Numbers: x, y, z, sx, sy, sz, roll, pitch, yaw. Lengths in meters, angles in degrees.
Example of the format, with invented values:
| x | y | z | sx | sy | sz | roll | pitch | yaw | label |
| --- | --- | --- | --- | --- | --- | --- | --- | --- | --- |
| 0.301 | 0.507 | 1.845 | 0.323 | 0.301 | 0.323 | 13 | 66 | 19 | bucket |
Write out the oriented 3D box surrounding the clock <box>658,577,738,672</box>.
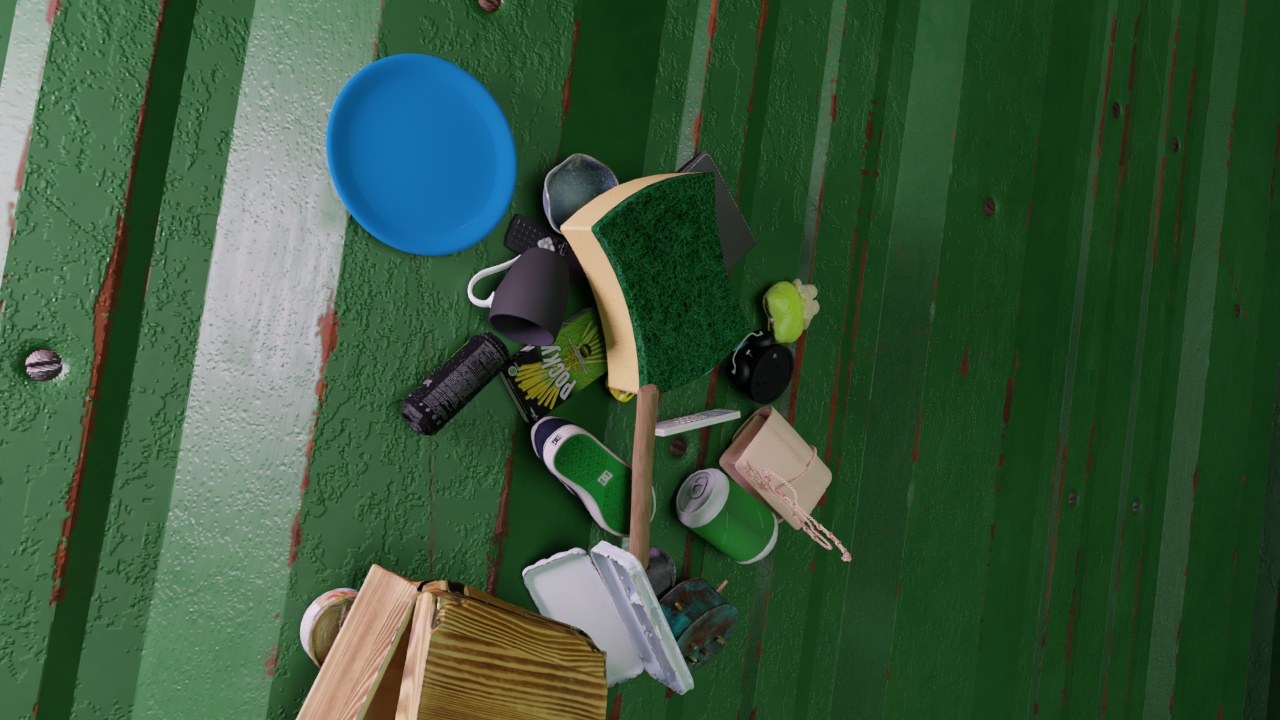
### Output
| x | y | z | sx | sy | sz | roll | pitch | yaw | label |
| --- | --- | --- | --- | --- | --- | --- | --- | --- | --- |
| 0.067 | 0.374 | 1.233 | 0.121 | 0.073 | 0.158 | -12 | 128 | -38 | clock |

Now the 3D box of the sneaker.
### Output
| x | y | z | sx | sy | sz | roll | pitch | yaw | label |
| --- | --- | --- | --- | --- | --- | --- | --- | --- | --- |
| -0.058 | 0.144 | 1.163 | 0.084 | 0.079 | 0.235 | -47 | 134 | -9 | sneaker |

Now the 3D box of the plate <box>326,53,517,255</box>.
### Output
| x | y | z | sx | sy | sz | roll | pitch | yaw | label |
| --- | --- | --- | --- | --- | --- | --- | --- | --- | --- |
| -0.246 | -0.231 | 1.042 | 0.224 | 0.024 | 0.224 | -1 | 92 | -34 | plate |

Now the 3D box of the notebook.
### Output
| x | y | z | sx | sy | sz | roll | pitch | yaw | label |
| --- | --- | --- | --- | --- | --- | --- | --- | --- | --- |
| 0.059 | -0.166 | 1.253 | 0.208 | 0.029 | 0.169 | -46 | 117 | -28 | notebook |

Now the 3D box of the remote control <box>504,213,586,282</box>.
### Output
| x | y | z | sx | sy | sz | roll | pitch | yaw | label |
| --- | --- | --- | --- | --- | --- | --- | --- | --- | --- |
| -0.111 | -0.138 | 1.146 | 0.124 | 0.009 | 0.046 | 26 | 77 | -32 | remote control |

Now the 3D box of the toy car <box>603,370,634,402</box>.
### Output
| x | y | z | sx | sy | sz | roll | pitch | yaw | label |
| --- | --- | --- | --- | --- | --- | --- | --- | --- | --- |
| -0.007 | 0.007 | 1.212 | 0.049 | 0.030 | 0.106 | 48 | 65 | -25 | toy car |

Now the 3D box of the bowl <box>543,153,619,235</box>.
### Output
| x | y | z | sx | sy | sz | roll | pitch | yaw | label |
| --- | --- | --- | --- | --- | --- | --- | --- | --- | --- |
| -0.080 | -0.197 | 1.138 | 0.110 | 0.055 | 0.110 | -2 | 93 | -34 | bowl |

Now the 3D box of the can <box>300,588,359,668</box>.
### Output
| x | y | z | sx | sy | sz | roll | pitch | yaw | label |
| --- | --- | --- | --- | --- | --- | --- | --- | --- | --- |
| -0.322 | 0.293 | 0.997 | 0.086 | 0.043 | 0.086 | -1 | 93 | -35 | can |

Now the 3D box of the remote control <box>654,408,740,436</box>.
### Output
| x | y | z | sx | sy | sz | roll | pitch | yaw | label |
| --- | --- | --- | --- | --- | --- | --- | --- | --- | --- |
| 0.070 | 0.083 | 1.254 | 0.135 | 0.050 | 0.011 | -11 | 97 | -34 | remote control |

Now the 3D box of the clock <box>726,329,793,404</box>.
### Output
| x | y | z | sx | sy | sz | roll | pitch | yaw | label |
| --- | --- | --- | --- | --- | --- | --- | --- | --- | --- |
| 0.168 | 0.007 | 1.303 | 0.091 | 0.042 | 0.120 | -54 | 136 | -8 | clock |

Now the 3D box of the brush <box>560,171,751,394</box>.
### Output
| x | y | z | sx | sy | sz | roll | pitch | yaw | label |
| --- | --- | --- | --- | --- | --- | --- | --- | --- | --- |
| 0.026 | -0.098 | 1.149 | 0.194 | 0.075 | 0.250 | -31 | 117 | -33 | brush |

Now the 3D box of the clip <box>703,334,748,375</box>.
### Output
| x | y | z | sx | sy | sz | roll | pitch | yaw | label |
| --- | --- | --- | --- | --- | --- | --- | --- | --- | --- |
| 0.095 | -0.032 | 1.284 | 0.120 | 0.033 | 0.119 | -45 | 111 | -25 | clip |

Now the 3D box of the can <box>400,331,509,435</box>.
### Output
| x | y | z | sx | sy | sz | roll | pitch | yaw | label |
| --- | --- | --- | --- | --- | --- | --- | --- | --- | --- |
| -0.212 | 0.026 | 1.056 | 0.137 | 0.054 | 0.054 | -46 | 115 | -24 | can |

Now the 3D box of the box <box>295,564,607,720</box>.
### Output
| x | y | z | sx | sy | sz | roll | pitch | yaw | label |
| --- | --- | --- | --- | --- | --- | --- | --- | --- | --- |
| -0.170 | 0.374 | 0.975 | 0.279 | 0.221 | 0.258 | 36 | 69 | -41 | box |

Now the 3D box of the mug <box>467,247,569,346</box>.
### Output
| x | y | z | sx | sy | sz | roll | pitch | yaw | label |
| --- | --- | --- | --- | --- | --- | --- | --- | --- | --- |
| -0.142 | -0.085 | 1.094 | 0.119 | 0.085 | 0.100 | 18 | 69 | -4 | mug |

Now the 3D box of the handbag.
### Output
| x | y | z | sx | sy | sz | roll | pitch | yaw | label |
| --- | --- | --- | --- | --- | --- | --- | --- | --- | --- |
| 0.233 | 0.165 | 1.285 | 0.199 | 0.187 | 0.116 | 47 | 74 | -21 | handbag |

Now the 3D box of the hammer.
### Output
| x | y | z | sx | sy | sz | roll | pitch | yaw | label |
| --- | --- | --- | --- | --- | --- | --- | --- | --- | --- |
| 0.001 | 0.178 | 1.145 | 0.097 | 0.052 | 0.329 | -18 | 124 | -32 | hammer |

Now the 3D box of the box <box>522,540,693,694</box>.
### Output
| x | y | z | sx | sy | sz | roll | pitch | yaw | label |
| --- | --- | --- | --- | --- | --- | --- | --- | --- | --- |
| -0.033 | 0.323 | 1.138 | 0.084 | 0.186 | 0.211 | -45 | 115 | -49 | box |

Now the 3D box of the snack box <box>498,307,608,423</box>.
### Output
| x | y | z | sx | sy | sz | roll | pitch | yaw | label |
| --- | --- | --- | --- | --- | --- | --- | --- | --- | --- |
| -0.101 | 0.004 | 1.149 | 0.147 | 0.025 | 0.080 | -36 | 111 | -28 | snack box |

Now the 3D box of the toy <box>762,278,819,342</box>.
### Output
| x | y | z | sx | sy | sz | roll | pitch | yaw | label |
| --- | --- | --- | --- | --- | --- | --- | --- | --- | --- |
| 0.225 | -0.076 | 1.358 | 0.115 | 0.046 | 0.092 | -25 | 107 | -38 | toy |

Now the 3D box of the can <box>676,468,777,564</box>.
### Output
| x | y | z | sx | sy | sz | roll | pitch | yaw | label |
| --- | --- | --- | --- | --- | --- | --- | --- | --- | --- |
| 0.120 | 0.216 | 1.270 | 0.140 | 0.088 | 0.087 | 40 | 70 | -29 | can |
